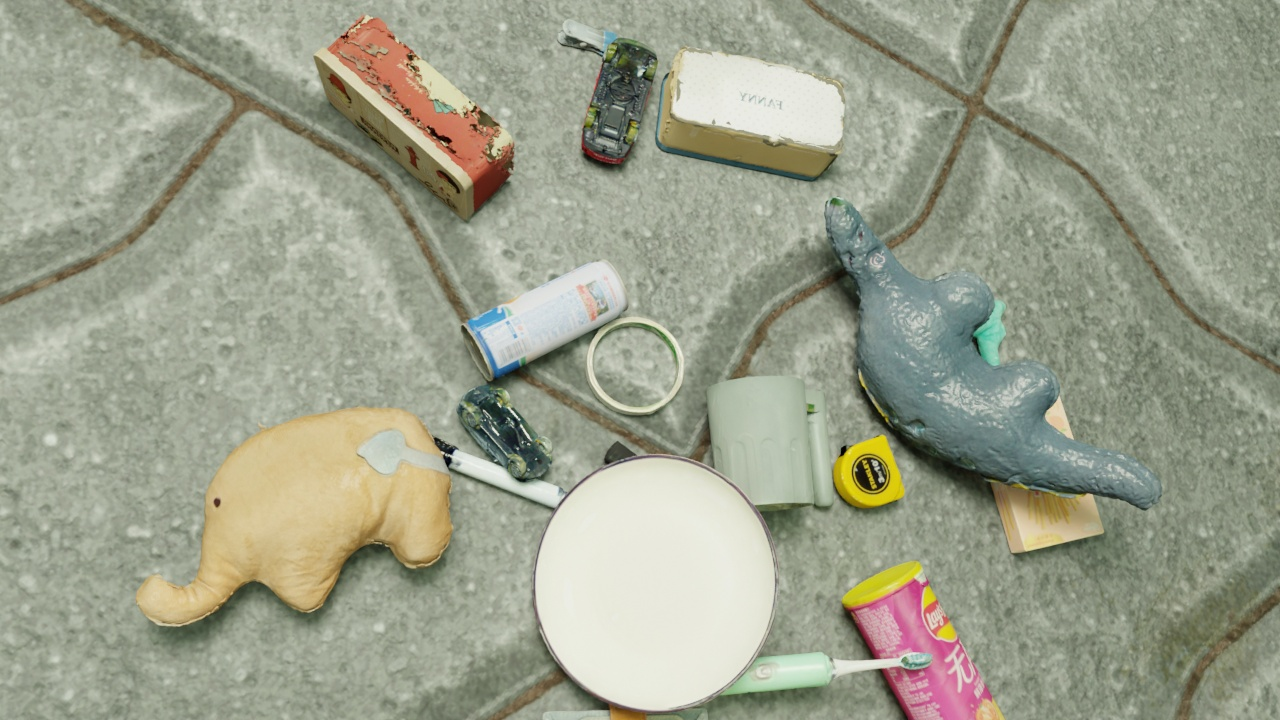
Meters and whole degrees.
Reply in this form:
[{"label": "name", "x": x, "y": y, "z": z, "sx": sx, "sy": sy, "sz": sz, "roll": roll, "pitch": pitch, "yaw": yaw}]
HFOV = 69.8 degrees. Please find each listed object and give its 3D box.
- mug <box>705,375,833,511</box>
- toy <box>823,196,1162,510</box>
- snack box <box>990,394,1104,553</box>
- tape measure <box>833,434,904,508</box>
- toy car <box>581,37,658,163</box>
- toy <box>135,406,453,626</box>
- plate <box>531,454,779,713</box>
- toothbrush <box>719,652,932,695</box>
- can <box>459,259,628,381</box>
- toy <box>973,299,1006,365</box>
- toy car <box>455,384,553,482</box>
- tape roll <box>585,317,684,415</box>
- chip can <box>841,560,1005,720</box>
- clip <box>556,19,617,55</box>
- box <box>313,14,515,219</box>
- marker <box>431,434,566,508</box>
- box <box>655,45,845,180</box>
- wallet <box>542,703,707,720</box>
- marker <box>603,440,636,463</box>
[{"label": "mug", "x": 0.115, "y": 0.073, "z": 0.771, "sx": 0.123, "sy": 0.084, "sz": 0.103, "roll": 7, "pitch": 72, "yaw": -36}, {"label": "toy", "x": 0.265, "y": 0.011, "z": 0.787, "sx": 0.356, "sy": 0.138, "sz": 0.091, "roll": 49, "pitch": 42, "yaw": 11}, {"label": "snack box", "x": 0.357, "y": 0.090, "z": 0.837, "sx": 0.084, "sy": 0.026, "sz": 0.157, "roll": -10, "pitch": 76, "yaw": -14}, {"label": "tape measure", "x": 0.196, "y": 0.100, "z": 0.800, "sx": 0.057, "sy": 0.029, "sz": 0.060, "roll": -16, "pitch": 78, "yaw": -17}, {"label": "toy car", "x": -0.021, "y": -0.237, "z": 0.841, "sx": 0.053, "sy": 0.045, "sz": 0.120, "roll": 19, "pitch": 77, "yaw": -8}, {"label": "toy", "x": -0.253, "y": 0.112, "z": 0.676, "sx": 0.225, "sy": 0.083, "sz": 0.143, "roll": -19, "pitch": 72, "yaw": -14}, {"label": "plate", "x": 0.012, "y": 0.170, "z": 0.712, "sx": 0.192, "sy": 0.039, "sz": 0.192, "roll": -4, "pitch": 75, "yaw": 13}, {"label": "toothbrush", "x": 0.112, "y": 0.242, "z": 0.710, "sx": 0.224, "sy": 0.027, "sz": 0.026, "roll": -6, "pitch": 64, "yaw": 4}, {"label": "can", "x": -0.079, "y": -0.035, "z": 0.768, "sx": 0.134, "sy": 0.053, "sz": 0.053, "roll": -28, "pitch": 82, "yaw": -18}, {"label": "toy", "x": 0.306, "y": -0.030, "z": 0.860, "sx": 0.092, "sy": 0.030, "sz": 0.096, "roll": -8, "pitch": 82, "yaw": -12}, {"label": "toy car", "x": -0.110, "y": 0.061, "z": 0.740, "sx": 0.090, "sy": 0.034, "sz": 0.042, "roll": 46, "pitch": 39, "yaw": 5}, {"label": "tape roll", "x": -0.005, "y": 0.005, "z": 0.793, "sx": 0.085, "sy": 0.014, "sz": 0.085, "roll": 3, "pitch": 73, "yaw": -11}, {"label": "chip can", "x": 0.245, "y": 0.272, "z": 0.739, "sx": 0.071, "sy": 0.071, "sz": 0.210, "roll": -26, "pitch": 82, "yaw": -18}, {"label": "clip", "x": -0.050, "y": -0.305, "z": 0.871, "sx": 0.057, "sy": 0.029, "sz": 0.024, "roll": 9, "pitch": 75, "yaw": -20}, {"label": "box", "x": -0.183, "y": -0.210, "z": 0.776, "sx": 0.168, "sy": 0.091, "sz": 0.076, "roll": 41, "pitch": 74, "yaw": 1}, {"label": "marker", "x": -0.120, "y": 0.089, "z": 0.743, "sx": 0.130, "sy": 0.018, "sz": 0.022, "roll": 21, "pitch": 62, "yaw": -5}, {"label": "box", "x": 0.098, "y": -0.231, "z": 0.860, "sx": 0.184, "sy": 0.060, "sz": 0.089, "roll": 11, "pitch": 72, "yaw": -7}, {"label": "wallet", "x": -0.011, "y": 0.314, "z": 0.691, "sx": 0.129, "sy": 0.037, "sz": 0.106, "roll": 3, "pitch": 74, "yaw": -11}, {"label": "marker", "x": 0.026, "y": 0.113, "z": 0.764, "sx": 0.132, "sy": 0.020, "sz": 0.022, "roll": 37, "pitch": 26, "yaw": 0}]
